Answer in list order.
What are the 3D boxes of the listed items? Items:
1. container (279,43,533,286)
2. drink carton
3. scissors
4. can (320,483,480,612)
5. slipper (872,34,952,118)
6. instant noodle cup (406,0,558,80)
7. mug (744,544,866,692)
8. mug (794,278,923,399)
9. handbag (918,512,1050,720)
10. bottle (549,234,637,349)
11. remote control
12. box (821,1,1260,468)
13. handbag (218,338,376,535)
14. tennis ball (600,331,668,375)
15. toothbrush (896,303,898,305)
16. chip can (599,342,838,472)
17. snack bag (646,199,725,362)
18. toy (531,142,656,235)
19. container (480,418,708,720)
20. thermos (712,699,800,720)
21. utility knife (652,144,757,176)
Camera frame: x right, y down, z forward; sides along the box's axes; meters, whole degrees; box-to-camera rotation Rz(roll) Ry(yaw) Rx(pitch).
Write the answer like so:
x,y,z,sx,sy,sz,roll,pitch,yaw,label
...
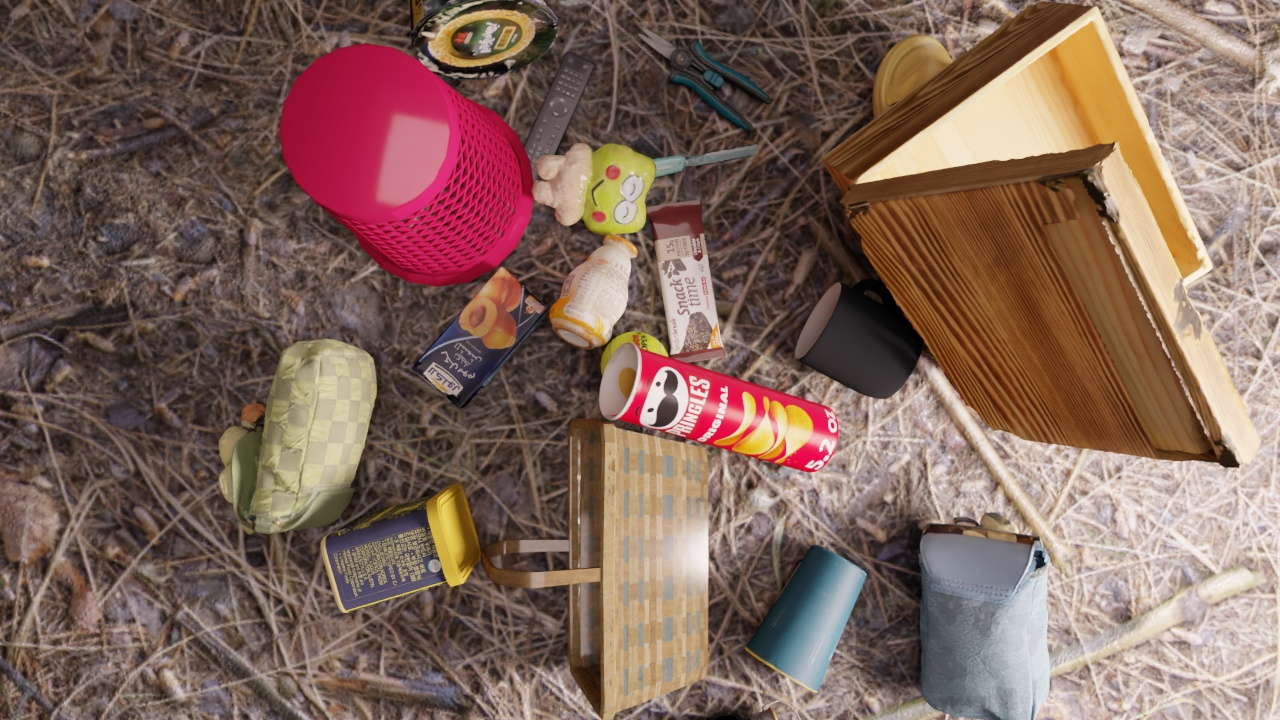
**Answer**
x,y,z,sx,sy,sz,roll,pitch,yaw,label
-0.196,-0.164,0.772,0.183,0.226,0.183,0,90,1,container
-0.151,-0.020,0.875,0.064,0.040,0.130,41,86,-2,drink carton
0.067,-0.285,0.906,0.140,0.019,0.128,-8,96,2,scissors
-0.210,0.166,0.821,0.104,0.135,0.075,-16,90,-2,can
0.308,-0.189,0.885,0.099,0.078,0.263,-27,98,-11,slipper
-0.154,-0.341,0.841,0.137,0.137,0.112,-13,80,-5,instant noodle cup
0.163,0.243,0.880,0.078,0.078,0.121,30,82,-3,mug
0.217,-0.030,0.889,0.094,0.085,0.121,28,58,-4,mug
0.333,0.242,0.876,0.122,0.118,0.192,-1,101,35,handbag
-0.041,-0.067,0.874,0.063,0.063,0.108,28,74,-3,bottle
-0.085,-0.233,0.896,0.032,0.015,0.136,24,87,-4,remote control
0.323,-0.073,0.730,0.282,0.314,0.279,-35,115,11,box
-0.316,0.069,0.834,0.117,0.113,0.186,10,85,9,handbag
-0.005,0.005,0.873,0.065,0.065,0.065,0,89,-5,tennis ball
0.261,-0.146,0.920,0.015,0.018,0.181,1,90,-6,toothbrush
0.076,0.047,0.840,0.220,0.069,0.069,17,87,-25,chip can
0.045,-0.077,0.904,0.057,0.013,0.158,-8,90,-3,snack bag
-0.044,-0.163,0.870,0.115,0.046,0.092,7,121,-15,toy
-0.047,0.178,0.826,0.186,0.158,0.250,0,89,-15,container
0.046,0.386,0.872,0.231,0.061,0.061,-21,90,-4,thermos
0.029,-0.193,0.905,0.179,0.015,0.022,-12,123,-6,utility knife
